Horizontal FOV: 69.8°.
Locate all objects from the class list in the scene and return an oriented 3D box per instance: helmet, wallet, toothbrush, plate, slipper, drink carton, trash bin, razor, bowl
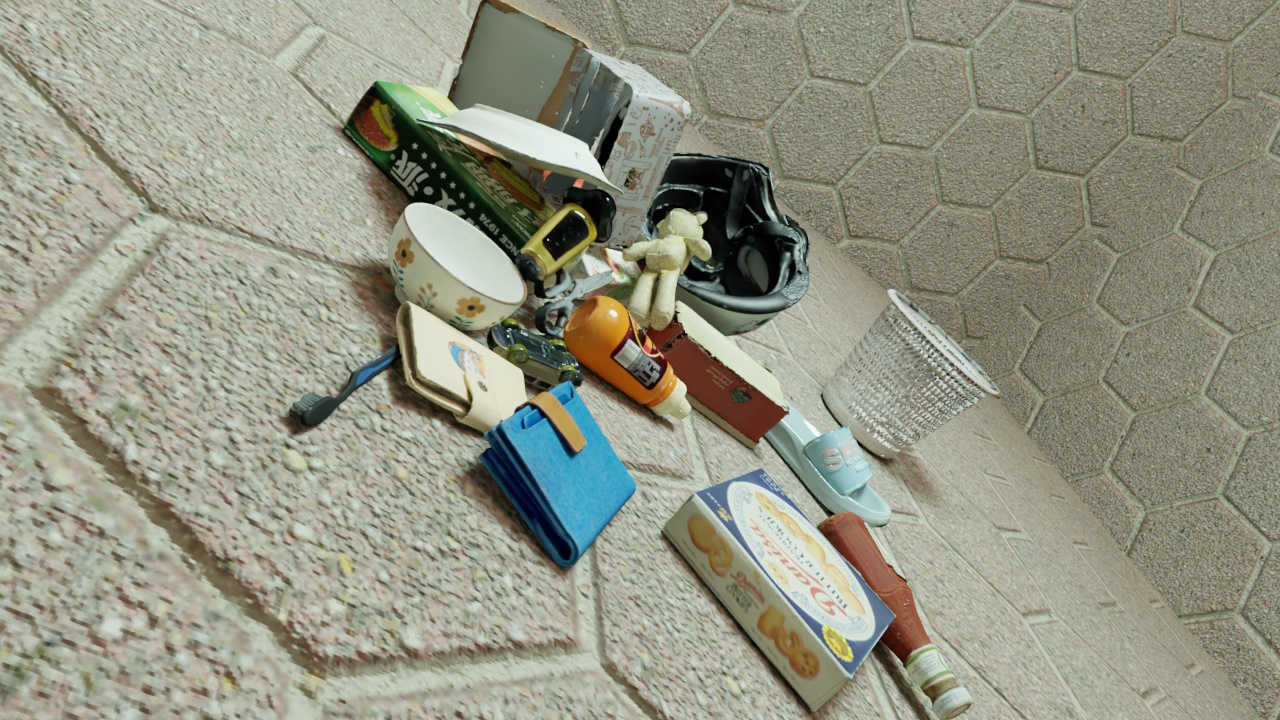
[{"bbox_3d":[0.081,-0.131,1.165,0.229,0.157,0.273,-8,61,-25],"label":"helmet"},{"bbox_3d":[-0.123,0.013,0.659,0.115,0.024,0.087,37,26,-43],"label":"wallet"},{"bbox_3d":[-0.177,0.005,0.597,0.016,0.014,0.189,17,19,3],"label":"toothbrush"},{"bbox_3d":[-0.106,-0.201,0.847,0.164,0.034,0.164,25,10,36],"label":"plate"},{"bbox_3d":[-0.053,0.074,0.647,0.106,0.040,0.132,57,19,-1],"label":"wallet"},{"bbox_3d":[0.212,0.096,1.091,0.245,0.074,0.104,49,19,19],"label":"slipper"},{"bbox_3d":[-0.045,-0.094,1.018,0.122,0.046,0.053,4,53,-59],"label":"drink carton"},{"bbox_3d":[0.396,0.035,1.401,0.227,0.192,0.227,37,20,-16],"label":"trash bin"},{"bbox_3d":[-0.066,-0.111,0.813,0.062,0.068,0.167,52,27,-11],"label":"razor"},{"bbox_3d":[-0.152,-0.063,0.715,0.113,0.062,0.113,38,18,-15],"label":"bowl"}]

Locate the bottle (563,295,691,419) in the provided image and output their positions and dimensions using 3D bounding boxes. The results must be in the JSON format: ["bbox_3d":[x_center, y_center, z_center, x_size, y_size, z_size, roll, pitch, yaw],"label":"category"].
[{"bbox_3d":[-0.005,0.005,0.875,0.149,0.067,0.066,43,18,-22],"label":"bottle"}]

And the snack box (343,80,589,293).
[{"bbox_3d":[-0.168,-0.169,0.905,0.240,0.063,0.114,46,22,5],"label":"snack box"}]

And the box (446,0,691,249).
[{"bbox_3d":[-0.086,-0.256,0.993,0.273,0.179,0.126,36,27,20],"label":"box"}]

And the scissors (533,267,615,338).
[{"bbox_3d":[-0.060,-0.079,0.899,0.136,0.014,0.174,72,32,-45],"label":"scissors"}]

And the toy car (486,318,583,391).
[{"bbox_3d":[-0.088,-0.001,0.752,0.090,0.035,0.042,27,23,-38],"label":"toy car"}]

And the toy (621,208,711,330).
[{"bbox_3d":[0.030,-0.101,1.000,0.066,0.105,0.156,55,44,-42],"label":"toy"}]

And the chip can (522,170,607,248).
[{"bbox_3d":[-0.114,-0.220,1.111,0.216,0.073,0.073,44,19,4],"label":"chip can"}]

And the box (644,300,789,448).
[{"bbox_3d":[0.087,0.009,1.014,0.168,0.080,0.091,37,21,-20],"label":"box"}]

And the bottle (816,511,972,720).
[{"bbox_3d":[0.233,0.235,0.857,0.059,0.060,0.206,22,28,-46],"label":"bottle"}]

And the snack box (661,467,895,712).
[{"bbox_3d":[0.122,0.181,0.774,0.178,0.046,0.182,49,19,17],"label":"snack box"}]
